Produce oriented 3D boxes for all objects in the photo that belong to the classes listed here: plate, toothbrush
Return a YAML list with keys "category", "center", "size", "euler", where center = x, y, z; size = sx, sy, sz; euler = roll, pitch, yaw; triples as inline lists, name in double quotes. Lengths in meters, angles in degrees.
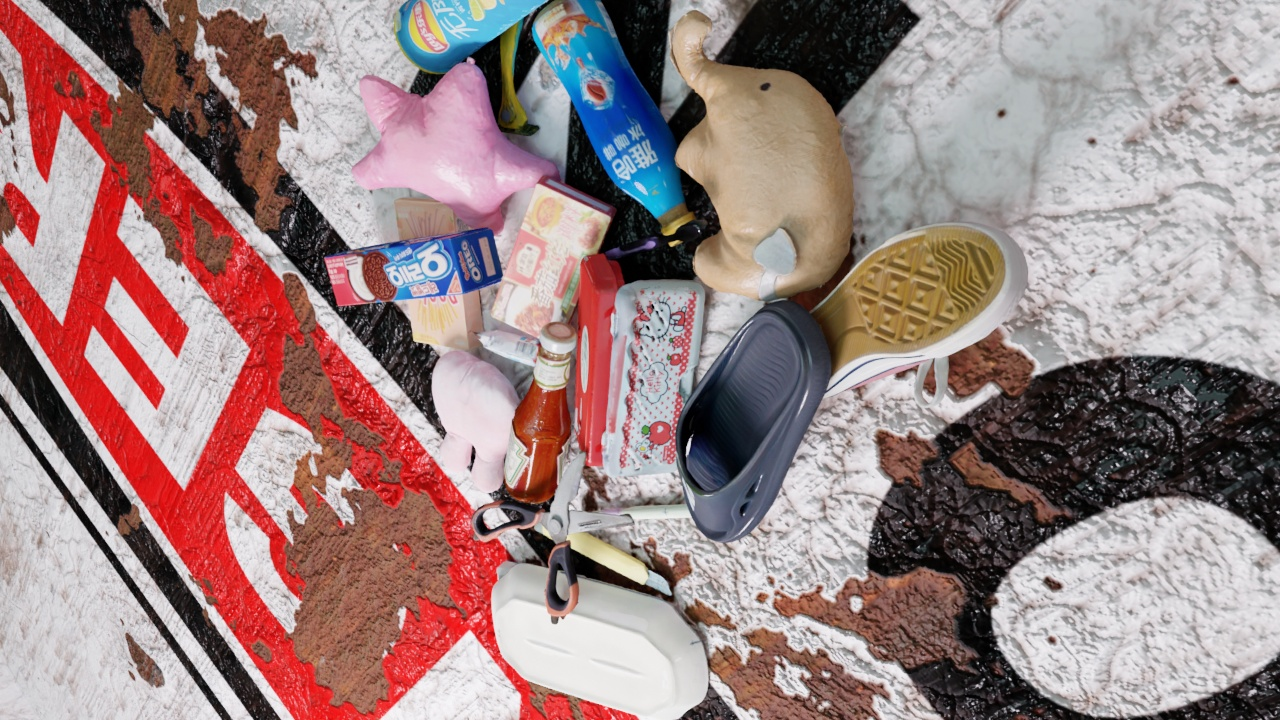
- category: "plate"
  center: [-0.056, 0.310, 0.986]
  size: [0.266, 0.034, 0.162]
  euler: [9, 116, 25]
- category: "toothbrush"
  center: [0.007, 0.154, 0.915]
  size: [0.190, 0.029, 0.020]
  euler: [-11, 60, 35]
- category: "toothbrush"
  center: [0.007, -0.100, 0.776]
  size: [0.014, 0.016, 0.189]
  euler: [53, 159, -15]

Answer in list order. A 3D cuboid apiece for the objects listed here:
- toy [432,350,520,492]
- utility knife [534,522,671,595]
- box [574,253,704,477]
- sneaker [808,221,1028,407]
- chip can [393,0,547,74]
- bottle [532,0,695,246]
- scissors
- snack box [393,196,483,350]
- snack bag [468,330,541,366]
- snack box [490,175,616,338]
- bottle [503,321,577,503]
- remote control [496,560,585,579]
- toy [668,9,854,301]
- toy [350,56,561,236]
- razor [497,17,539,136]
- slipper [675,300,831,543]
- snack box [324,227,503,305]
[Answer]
- category: "toy"
  center: [-0.179, 0.065, 0.987]
  size: [0.121, 0.054, 0.160]
  euler: [29, 126, 24]
- category: "utility knife"
  center: [-0.043, 0.204, 0.967]
  size: [0.179, 0.019, 0.031]
  euler: [24, 123, 32]
- category: "box"
  center: [-0.006, 0.004, 0.852]
  size: [0.094, 0.100, 0.201]
  euler: [-115, 26, -57]
- category: "sneaker"
  center: [0.196, -0.029, 0.675]
  size: [0.242, 0.087, 0.118]
  euler: [-39, 59, 57]
- category: "chip can"
  center: [-0.132, -0.308, 0.769]
  size: [0.211, 0.071, 0.071]
  euler: [-7, 104, 52]
- category: "bottle"
  center: [-0.014, -0.198, 0.769]
  size: [0.065, 0.065, 0.218]
  euler: [-28, 91, 38]
- category: "scissors"
  center: [-0.093, 0.170, 0.918]
  size: [0.189, 0.015, 0.225]
  euler: [25, 121, 25]
- category: "snack box"
  center: [-0.211, -0.092, 0.967]
  size: [0.085, 0.026, 0.157]
  euler: [9, 111, 32]
- category: "snack bag"
  center: [-0.124, -0.012, 0.929]
  size: [0.105, 0.045, 0.026]
  euler: [16, 89, 27]
- category: "snack box"
  center: [-0.084, -0.091, 0.865]
  size: [0.075, 0.025, 0.153]
  euler: [25, 123, -2]
- category: "bottle"
  center: [-0.095, 0.053, 0.907]
  size: [0.060, 0.059, 0.207]
  euler: [31, 129, 21]
- category: "remote control"
  center: [-0.109, 0.257, 1.028]
  size: [0.125, 0.024, 0.049]
  euler: [1, 111, 32]
- category: "toy"
  center: [0.090, -0.158, 0.703]
  size: [0.144, 0.082, 0.226]
  euler: [-8, 100, 24]
- category: "toy"
  center: [-0.167, -0.197, 0.845]
  size: [0.194, 0.074, 0.179]
  euler: [20, 136, -10]
- category: "razor"
  center: [-0.114, -0.274, 0.835]
  size: [0.043, 0.028, 0.133]
  euler: [19, 115, 32]
- category: "slipper"
  center: [0.068, 0.060, 0.762]
  size: [0.110, 0.083, 0.269]
  euler: [58, 146, 31]
- category: "snack box"
  center: [-0.232, -0.094, 0.924]
  size: [0.208, 0.057, 0.058]
  euler: [-2, 106, 38]
